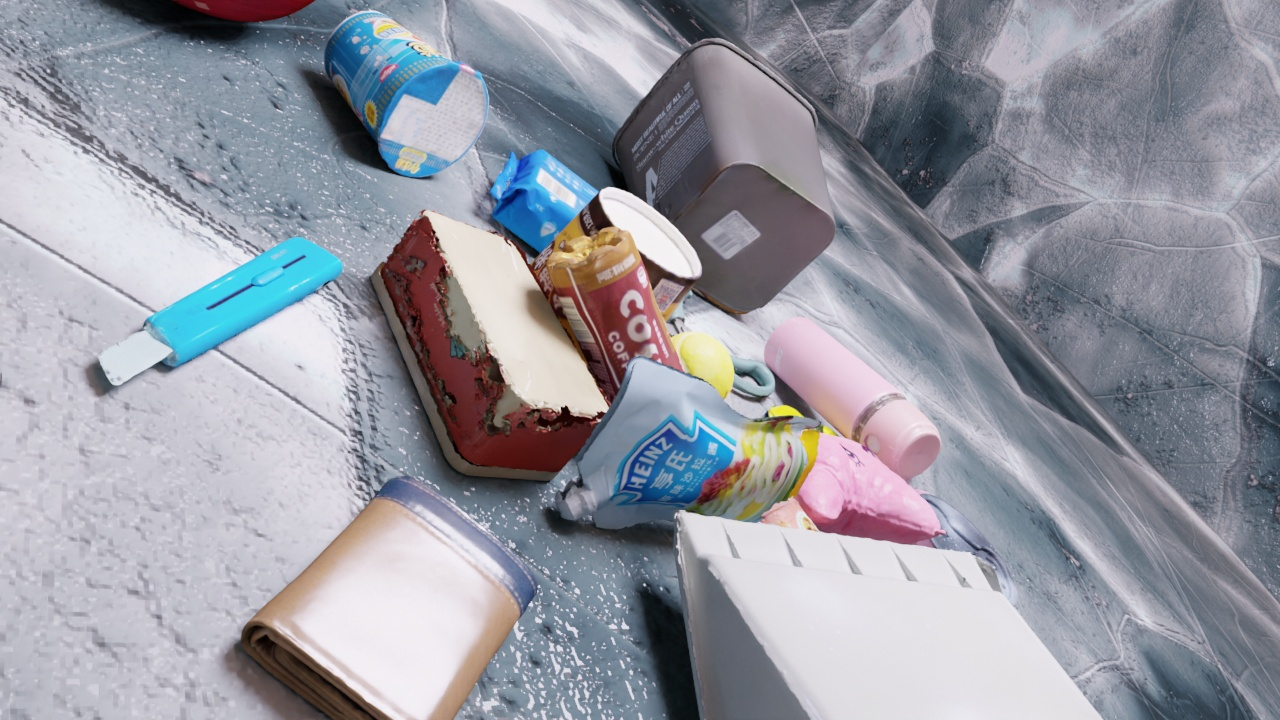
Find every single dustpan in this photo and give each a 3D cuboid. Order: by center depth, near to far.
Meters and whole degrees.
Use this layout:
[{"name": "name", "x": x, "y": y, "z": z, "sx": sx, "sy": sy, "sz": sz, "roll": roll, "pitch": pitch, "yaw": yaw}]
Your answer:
[{"name": "dustpan", "x": 0.130, "y": 0.216, "z": 0.476, "sx": 0.222, "sy": 0.143, "sz": 0.257, "roll": 11, "pitch": 17, "yaw": -17}]

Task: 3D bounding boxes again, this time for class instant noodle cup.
[{"name": "instant noodle cup", "x": -0.026, "y": -0.051, "z": 0.661, "sx": 0.118, "sy": 0.115, "sz": 0.118, "roll": 34, "pitch": 26, "yaw": -20}, {"name": "instant noodle cup", "x": -0.189, "y": -0.215, "z": 0.720, "sx": 0.110, "sy": 0.099, "sz": 0.099, "roll": 45, "pitch": 23, "yaw": 25}]

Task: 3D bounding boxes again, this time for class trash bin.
[{"name": "trash bin", "x": 0.092, "y": -0.190, "z": 0.993, "sx": 0.198, "sy": 0.200, "sz": 0.219, "roll": 28, "pitch": 35, "yaw": -27}]

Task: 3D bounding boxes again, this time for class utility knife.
[{"name": "utility knife", "x": -0.208, "y": -0.028, "z": 0.465, "sx": 0.034, "sy": 0.018, "sz": 0.178, "roll": 41, "pitch": 26, "yaw": -6}]

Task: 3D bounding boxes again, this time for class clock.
[{"name": "clock", "x": 0.265, "y": 0.172, "z": 0.806, "sx": 0.117, "sy": 0.060, "sz": 0.158, "roll": 41, "pitch": 26, "yaw": -1}]

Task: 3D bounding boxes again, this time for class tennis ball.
[{"name": "tennis ball", "x": 0.041, "y": 0.010, "z": 0.723, "sx": 0.065, "sy": 0.066, "sz": 0.065, "roll": 34, "pitch": 26, "yaw": -19}]

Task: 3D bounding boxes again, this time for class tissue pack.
[{"name": "tissue pack", "x": -0.058, "y": -0.115, "z": 0.794, "sx": 0.157, "sy": 0.052, "sz": 0.094, "roll": 35, "pitch": 27, "yaw": -16}]

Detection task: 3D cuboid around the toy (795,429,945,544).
[{"name": "toy", "x": 0.158, "y": 0.099, "z": 0.715, "sx": 0.179, "sy": 0.074, "sz": 0.194, "roll": 25, "pitch": 10, "yaw": 39}]

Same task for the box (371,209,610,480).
[{"name": "box", "x": -0.089, "y": -0.017, "z": 0.554, "sx": 0.091, "sy": 0.077, "sz": 0.168, "roll": 13, "pitch": 37, "yaw": -49}]

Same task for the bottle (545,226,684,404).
[{"name": "bottle", "x": -0.004, "y": 0.003, "z": 0.595, "sx": 0.057, "sy": 0.057, "sz": 0.175, "roll": -76, "pitch": 148, "yaw": -63}]

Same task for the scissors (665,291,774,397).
[{"name": "scissors", "x": 0.054, "y": -0.034, "z": 0.872, "sx": 0.170, "sy": 0.019, "sz": 0.179, "roll": 22, "pitch": 32, "yaw": -36}]

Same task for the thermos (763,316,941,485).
[{"name": "thermos", "x": 0.197, "y": 0.041, "z": 0.873, "sx": 0.067, "sy": 0.087, "sz": 0.198, "roll": -14, "pitch": 38, "yaw": -25}]

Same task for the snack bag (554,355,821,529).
[{"name": "snack bag", "x": 0.035, "y": 0.064, "z": 0.572, "sx": 0.190, "sy": 0.110, "sz": 0.039, "roll": 17, "pitch": 29, "yaw": -45}]

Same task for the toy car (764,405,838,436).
[{"name": "toy car", "x": 0.158, "y": 0.075, "z": 0.836, "sx": 0.105, "sy": 0.032, "sz": 0.048, "roll": 37, "pitch": 25, "yaw": -10}]

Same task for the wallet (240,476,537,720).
[{"name": "wallet", "x": -0.100, "y": 0.106, "z": 0.393, "sx": 0.090, "sy": 0.033, "sz": 0.115, "roll": 39, "pitch": 25, "yaw": -2}]

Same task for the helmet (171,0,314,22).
[{"name": "helmet", "x": -0.319, "y": -0.333, "z": 0.654, "sx": 0.240, "sy": 0.144, "sz": 0.206, "roll": 38, "pitch": 20, "yaw": 24}]

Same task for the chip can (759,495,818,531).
[{"name": "chip can", "x": 0.132, "y": 0.190, "z": 0.560, "sx": 0.071, "sy": 0.071, "sz": 0.214, "roll": 2, "pitch": 46, "yaw": -56}]
